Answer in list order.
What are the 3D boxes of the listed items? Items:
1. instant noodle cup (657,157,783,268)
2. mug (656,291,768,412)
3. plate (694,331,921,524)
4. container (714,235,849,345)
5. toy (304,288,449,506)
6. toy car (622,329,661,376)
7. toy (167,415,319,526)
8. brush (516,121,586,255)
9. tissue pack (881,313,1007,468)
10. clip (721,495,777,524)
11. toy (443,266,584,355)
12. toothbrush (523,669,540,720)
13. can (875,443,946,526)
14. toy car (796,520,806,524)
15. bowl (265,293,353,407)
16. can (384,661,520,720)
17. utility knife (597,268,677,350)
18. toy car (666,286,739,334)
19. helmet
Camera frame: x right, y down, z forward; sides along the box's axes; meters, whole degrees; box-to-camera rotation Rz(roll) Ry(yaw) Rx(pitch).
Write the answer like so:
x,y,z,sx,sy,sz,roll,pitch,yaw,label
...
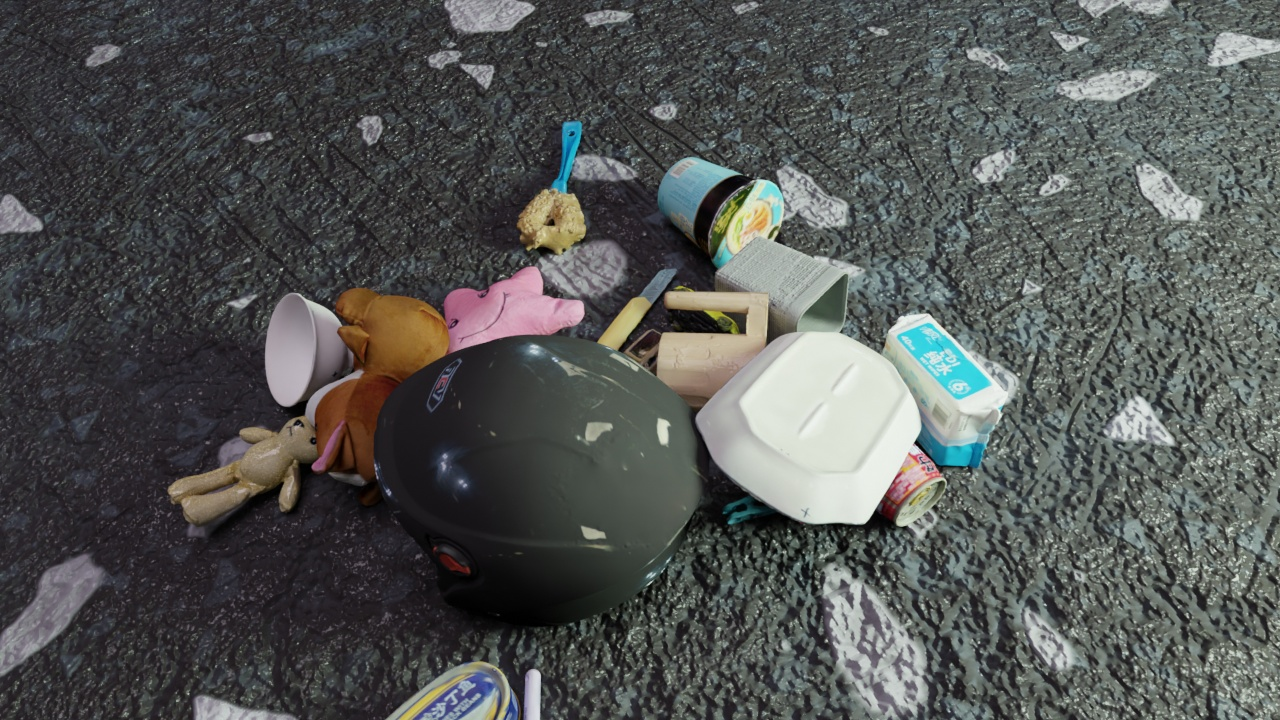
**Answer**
x,y,z,sx,sy,sz,roll,pitch,yaw,label
0.085,-0.176,1.059,0.111,0.111,0.120,-32,47,-20,instant noodle cup
0.072,-0.007,0.908,0.103,0.125,0.084,2,8,9,mug
0.156,0.041,0.785,0.162,0.034,0.264,33,36,16,plate
0.144,-0.064,0.965,0.114,0.090,0.090,32,59,30,container
-0.260,0.031,0.878,0.131,0.140,0.199,-3,67,17,toy
-0.006,0.006,0.956,0.042,0.035,0.090,32,63,28,toy car
-0.373,0.103,0.888,0.157,0.066,0.105,-30,60,-26,toy
-0.100,-0.224,1.154,0.083,0.046,0.254,-2,47,8,brush
0.284,0.028,0.875,0.063,0.090,0.140,-21,52,-16,tissue pack
0.103,0.137,0.852,0.056,0.014,0.040,-19,52,-10,clip
-0.168,-0.028,0.973,0.194,0.075,0.178,-43,44,-13,toy
-0.089,0.331,0.708,0.021,0.029,0.188,25,43,-27,toothbrush
0.224,0.098,0.838,0.066,0.067,0.094,-28,54,-17,can
0.146,0.110,0.857,0.049,0.031,0.106,-12,45,-12,toy car
-0.341,-0.009,0.969,0.064,0.118,0.118,5,36,-45,bowl
-0.161,0.302,0.717,0.147,0.049,0.074,-37,57,-23,can
-0.019,-0.036,1.000,0.031,0.021,0.206,25,64,19,utility knife
0.070,-0.041,0.979,0.032,0.048,0.105,-28,53,-32,toy car
-0.077,0.088,0.771,0.274,0.231,0.232,34,51,-18,helmet
